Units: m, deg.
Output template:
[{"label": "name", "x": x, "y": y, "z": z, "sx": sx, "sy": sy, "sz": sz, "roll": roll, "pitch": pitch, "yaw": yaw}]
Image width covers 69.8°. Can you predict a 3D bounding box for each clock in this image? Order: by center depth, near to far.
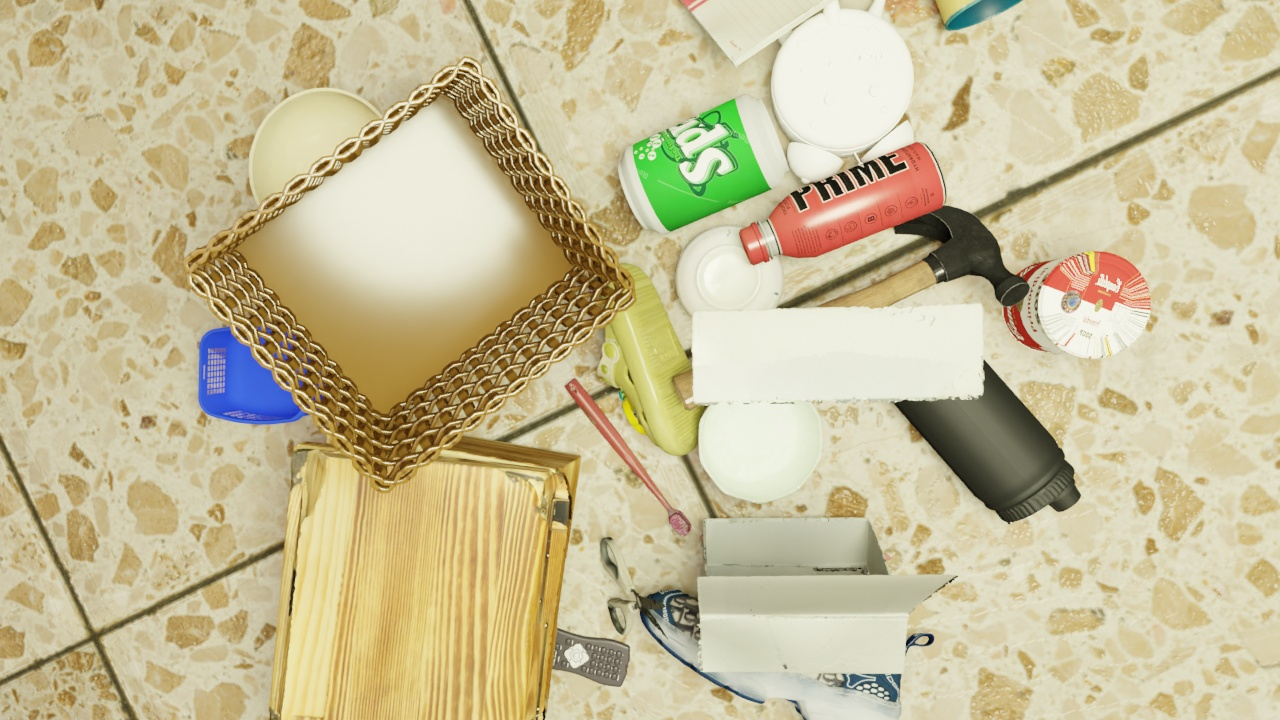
[{"label": "clock", "x": 0.182, "y": -0.249, "z": 0.834, "sx": 0.125, "sy": 0.072, "sz": 0.161, "roll": -9, "pitch": 92, "yaw": 7}]

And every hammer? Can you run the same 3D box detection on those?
[{"label": "hammer", "x": 0.169, "y": -0.040, "z": 0.816, "sx": 0.305, "sy": 0.040, "sz": 0.132, "roll": -26, "pitch": 51, "yaw": 2}]

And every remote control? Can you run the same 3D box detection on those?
[{"label": "remote control", "x": -0.073, "y": 0.294, "z": 0.924, "sx": 0.124, "sy": 0.009, "sz": 0.046, "roll": 12, "pitch": 94, "yaw": 6}]

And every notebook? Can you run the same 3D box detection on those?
[{"label": "notebook", "x": 0.142, "y": -0.360, "z": 0.821, "sx": 0.209, "sy": 0.012, "sz": 0.153, "roll": -32, "pitch": 51, "yaw": 7}]

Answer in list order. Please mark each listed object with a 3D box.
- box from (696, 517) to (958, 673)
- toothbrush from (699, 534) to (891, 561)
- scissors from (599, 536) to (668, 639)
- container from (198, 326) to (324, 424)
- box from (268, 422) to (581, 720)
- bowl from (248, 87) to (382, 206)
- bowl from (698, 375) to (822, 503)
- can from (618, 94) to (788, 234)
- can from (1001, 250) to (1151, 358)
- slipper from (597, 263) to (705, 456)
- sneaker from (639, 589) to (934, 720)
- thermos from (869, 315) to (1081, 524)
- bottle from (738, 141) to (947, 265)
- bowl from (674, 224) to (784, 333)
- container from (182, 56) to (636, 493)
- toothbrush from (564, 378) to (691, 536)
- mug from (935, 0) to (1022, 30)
[{"label": "box", "x": 0.122, "y": 0.192, "z": 0.651, "sx": 0.166, "sy": 0.478, "sz": 0.119, "roll": -2, "pitch": 87, "yaw": 3}, {"label": "toothbrush", "x": 0.150, "y": 0.184, "z": 0.890, "sx": 0.184, "sy": 0.015, "sz": 0.015, "roll": 4, "pitch": 100, "yaw": 5}, {"label": "scissors", "x": -0.010, "y": 0.214, "z": 0.852, "sx": 0.012, "sy": 0.163, "sz": 0.154, "roll": -10, "pitch": 57, "yaw": -19}, {"label": "container", "x": -0.376, "y": 0.013, "z": 0.923, "sx": 0.114, "sy": 0.058, "sz": 0.096, "roll": 3, "pitch": 93, "yaw": 7}, {"label": "box", "x": -0.190, "y": 0.216, "z": 0.859, "sx": 0.245, "sy": 0.168, "sz": 0.279, "roll": 8, "pitch": 92, "yaw": 6}, {"label": "bowl", "x": -0.292, "y": -0.181, "z": 0.894, "sx": 0.151, "sy": 0.075, "sz": 0.151, "roll": 0, "pitch": 93, "yaw": 6}, {"label": "bowl", "x": 0.106, "y": 0.071, "z": 0.860, "sx": 0.117, "sy": 0.061, "sz": 0.117, "roll": 0, "pitch": 93, "yaw": -6}, {"label": "can", "x": 0.057, "y": -0.177, "z": 0.837, "sx": 0.140, "sy": 0.087, "sz": 0.088, "roll": -21, "pitch": 90, "yaw": 16}, {"label": "can", "x": 0.375, "y": -0.048, "z": 0.798, "sx": 0.087, "sy": 0.116, "sz": 0.086, "roll": 0, "pitch": 93, "yaw": 7}, {"label": "slipper", "x": -0.005, "y": 0.005, "z": 0.862, "sx": 0.082, "sy": 0.091, "sz": 0.190, "roll": -17, "pitch": 100, "yaw": 27}, {"label": "sneaker", "x": 0.136, "y": 0.259, "z": 0.866, "sx": 0.269, "sy": 0.103, "sz": 0.132, "roll": 23, "pitch": 81, "yaw": 5}, {"label": "thermos", "x": 0.307, "y": 0.062, "z": 0.828, "sx": 0.086, "sy": 0.086, "sz": 0.198, "roll": -41, "pitch": 88, "yaw": 7}, {"label": "bottle", "x": 0.174, "y": -0.131, "z": 0.809, "sx": 0.177, "sy": 0.062, "sz": 0.062, "roll": -21, "pitch": 90, "yaw": 5}, {"label": "bowl", "x": 0.084, "y": -0.077, "z": 0.865, "sx": 0.105, "sy": 0.054, "sz": 0.105, "roll": 0, "pitch": 92, "yaw": 6}, {"label": "container", "x": -0.185, "y": -0.077, "z": 0.763, "sx": 0.251, "sy": 0.214, "sz": 0.219, "roll": -38, "pitch": 109, "yaw": -6}, {"label": "toothbrush", "x": -0.012, "y": 0.096, "z": 0.903, "sx": 0.016, "sy": 0.016, "sz": 0.190, "roll": -38, "pitch": 88, "yaw": 8}, {"label": "mug", "x": 0.306, "y": -0.366, "z": 0.815, "sx": 0.113, "sy": 0.083, "sz": 0.107, "roll": -20, "pitch": 87, "yaw": -15}]
